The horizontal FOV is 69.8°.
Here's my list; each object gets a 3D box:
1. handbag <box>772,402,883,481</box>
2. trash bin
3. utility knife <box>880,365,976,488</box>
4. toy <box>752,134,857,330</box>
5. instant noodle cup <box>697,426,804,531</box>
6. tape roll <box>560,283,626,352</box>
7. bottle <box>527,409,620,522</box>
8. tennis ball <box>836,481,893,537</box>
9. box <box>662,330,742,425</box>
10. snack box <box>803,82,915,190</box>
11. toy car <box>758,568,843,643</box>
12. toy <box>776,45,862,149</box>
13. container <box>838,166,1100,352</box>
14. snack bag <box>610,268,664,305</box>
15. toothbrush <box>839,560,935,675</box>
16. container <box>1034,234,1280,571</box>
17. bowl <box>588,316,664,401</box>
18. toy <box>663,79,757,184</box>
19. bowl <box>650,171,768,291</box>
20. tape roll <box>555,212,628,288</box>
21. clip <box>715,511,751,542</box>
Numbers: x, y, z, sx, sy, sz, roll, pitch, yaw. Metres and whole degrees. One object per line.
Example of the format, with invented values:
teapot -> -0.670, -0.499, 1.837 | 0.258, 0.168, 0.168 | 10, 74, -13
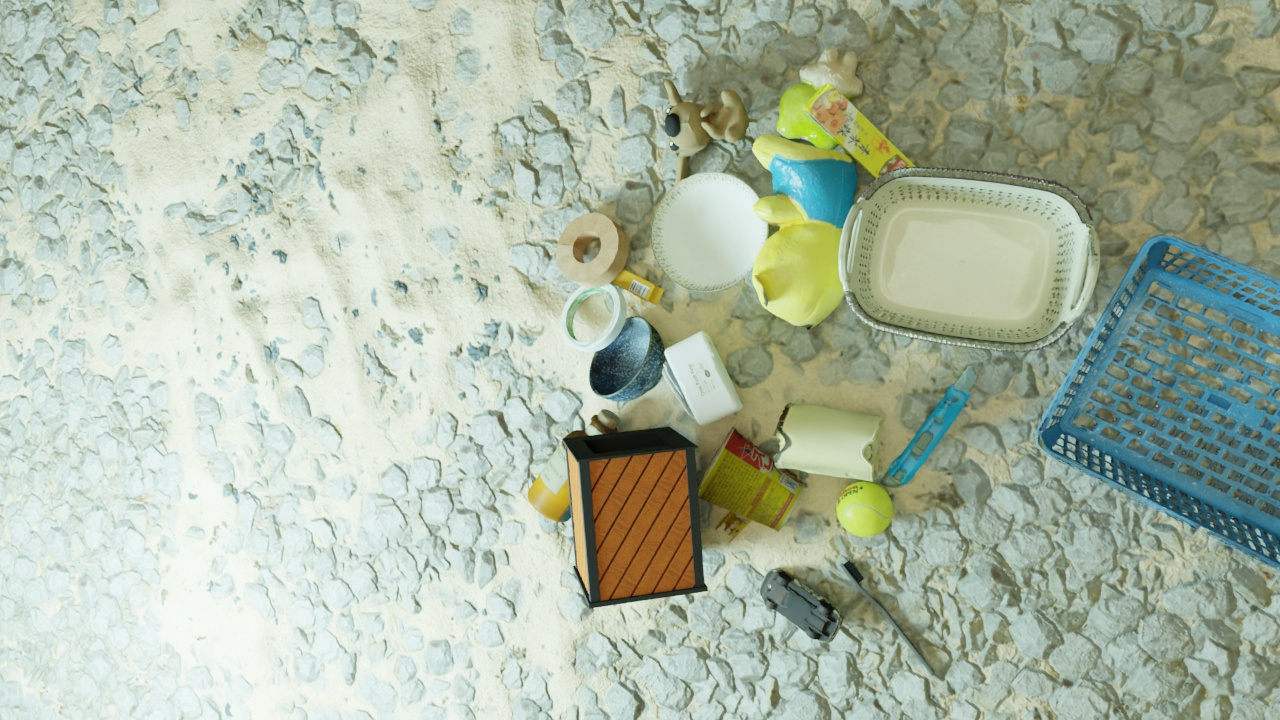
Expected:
handbag -> 0.219, 0.098, 1.075 | 0.119, 0.111, 0.081 | 8, 96, 18
trash bin -> -0.010, 0.183, 1.109 | 0.139, 0.140, 0.172 | -6, 96, -11
utility knife -> 0.343, 0.082, 1.084 | 0.031, 0.015, 0.175 | 33, 101, 10
toy -> 0.193, -0.143, 1.058 | 0.084, 0.148, 0.214 | 13, 96, 61
instant noodle cup -> 0.136, 0.150, 1.122 | 0.112, 0.100, 0.100 | 28, 102, 6
tape roll -> -0.061, -0.057, 1.191 | 0.094, 0.018, 0.093 | -13, 65, 29
bottle -> -0.081, 0.133, 1.202 | 0.068, 0.067, 0.157 | 38, 104, 13
tennis ball -> 0.266, 0.176, 1.088 | 0.065, 0.065, 0.065 | 1, 93, 19
box -> 0.061, 0.030, 1.130 | 0.095, 0.102, 0.107 | -24, 85, 8
snack box -> 0.254, -0.255, 1.059 | 0.148, 0.029, 0.040 | 41, 104, -10
toy car -> 0.199, 0.301, 1.135 | 0.113, 0.040, 0.048 | 31, 103, 33
toy -> 0.217, -0.313, 1.088 | 0.092, 0.043, 0.118 | 21, 98, 9
container -> 0.352, -0.110, 1.002 | 0.252, 0.143, 0.185 | 10, 98, 18
snack bag -> -0.015, -0.102, 1.191 | 0.099, 0.020, 0.026 | 27, 96, 16
toothbrush -> 0.300, 0.312, 1.112 | 0.013, 0.013, 0.167 | -39, 81, 8
container -> 0.632, 0.058, 0.944 | 0.362, 0.089, 0.257 | 29, 102, 15
bowl -> -0.007, 0.007, 1.167 | 0.115, 0.060, 0.114 | -31, 42, 33
toy -> 0.077, -0.285, 1.114 | 0.108, 0.105, 0.134 | -3, 96, 30
bowl -> 0.091, -0.155, 1.129 | 0.145, 0.063, 0.145 | 1, 93, 19
tape roll -> -0.063, -0.142, 1.187 | 0.094, 0.027, 0.094 | -7, 75, 27
clip -> 0.119, 0.206, 1.155 | 0.047, 0.046, 0.054 | 33, 106, -31
